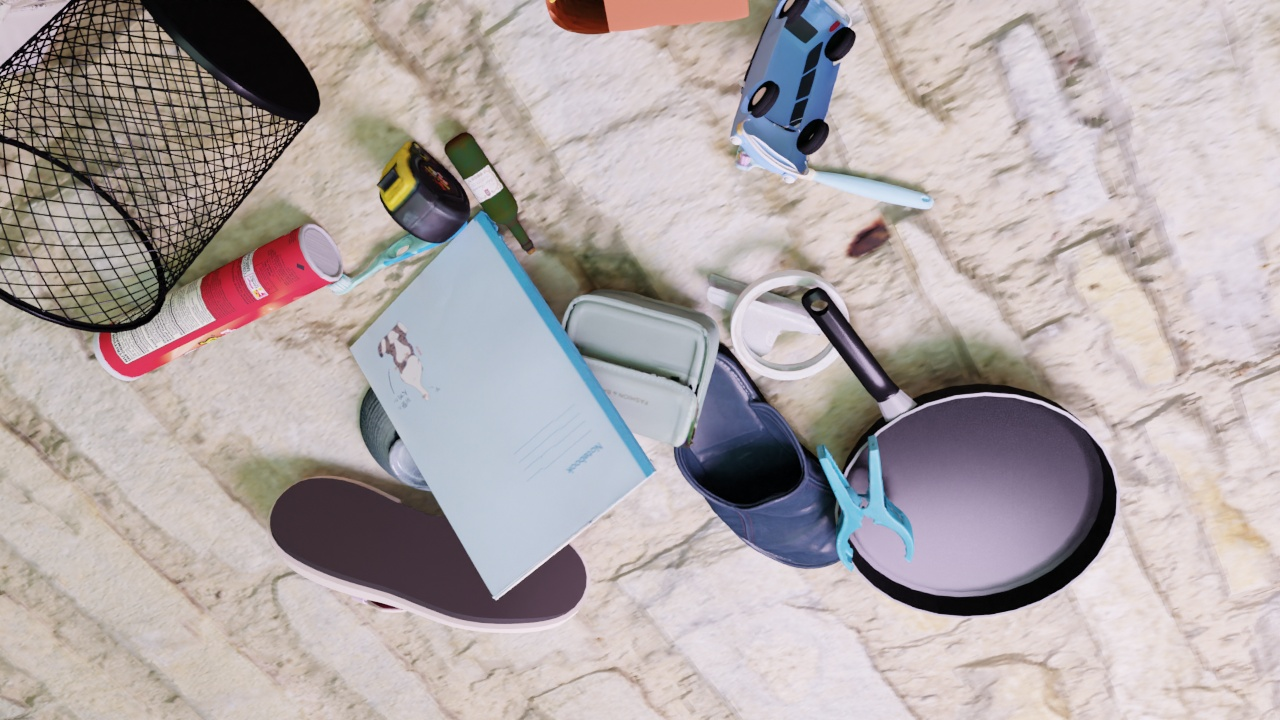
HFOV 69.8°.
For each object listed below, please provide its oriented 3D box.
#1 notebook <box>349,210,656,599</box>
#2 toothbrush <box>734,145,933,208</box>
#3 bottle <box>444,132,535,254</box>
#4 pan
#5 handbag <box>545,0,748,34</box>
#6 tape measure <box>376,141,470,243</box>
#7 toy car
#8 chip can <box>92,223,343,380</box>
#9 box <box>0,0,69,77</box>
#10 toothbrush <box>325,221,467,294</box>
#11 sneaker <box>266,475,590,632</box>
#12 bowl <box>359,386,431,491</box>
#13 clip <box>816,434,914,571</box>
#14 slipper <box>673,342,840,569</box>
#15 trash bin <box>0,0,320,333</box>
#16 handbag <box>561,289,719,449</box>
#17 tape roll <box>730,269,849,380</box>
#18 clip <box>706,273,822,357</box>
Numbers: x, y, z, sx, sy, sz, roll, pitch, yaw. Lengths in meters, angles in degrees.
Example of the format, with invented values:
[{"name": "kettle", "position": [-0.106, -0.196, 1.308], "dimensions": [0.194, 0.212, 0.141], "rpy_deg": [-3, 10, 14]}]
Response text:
[{"name": "notebook", "position": [-0.119, 0.034, 0.725], "dimensions": [0.181, 0.009, 0.253], "rpy_deg": [-41, 72, 21]}, {"name": "toothbrush", "position": [0.148, -0.137, 0.695], "dimensions": [0.155, 0.016, 0.022], "rpy_deg": [13, 78, -3]}, {"name": "bottle", "position": [-0.113, -0.127, 0.711], "dimensions": [0.025, 0.025, 0.106], "rpy_deg": [-27, 114, 16]}, {"name": "pan", "position": [0.238, 0.073, 0.754], "dimensions": [0.226, 0.034, 0.356], "rpy_deg": [-33, 108, 21]}, {"name": "handbag", "position": [0.004, -0.243, 0.558], "dimensions": [0.109, 0.171, 0.060], "rpy_deg": [-7, 118, 7]}, {"name": "tape measure", "position": [-0.163, -0.123, 0.691], "dimensions": [0.042, 0.072, 0.071], "rpy_deg": [-38, 113, 17]}, {"name": "toy car", "position": [0.098, -0.186, 0.610], "dimensions": [0.056, 0.153, 0.055], "rpy_deg": [30, 153, -22]}, {"name": "chip can", "position": [-0.347, -0.046, 0.754], "dimensions": [0.215, 0.051, 0.052], "rpy_deg": [-23, 115, 14]}, {"name": "box", "position": [-0.415, -0.228, 0.587], "dimensions": [0.044, 0.184, 0.144], "rpy_deg": [36, 117, -24]}, {"name": "toothbrush", "position": [-0.199, -0.085, 0.742], "dimensions": [0.135, 0.022, 0.017], "rpy_deg": [-24, 150, 16]}, {"name": "sneaker", "position": [-0.194, 0.199, 0.855], "dimensions": [0.294, 0.111, 0.117], "rpy_deg": [11, 146, 0]}, {"name": "bowl", "position": [-0.187, 0.075, 0.806], "dimensions": [0.137, 0.057, 0.137], "rpy_deg": [1, 118, 2]}, {"name": "clip", "position": [0.202, 0.119, 0.749], "dimensions": [0.120, 0.030, 0.130], "rpy_deg": [4, 119, 12]}, {"name": "slipper", "position": [0.100, 0.104, 0.791], "dimensions": [0.109, 0.083, 0.265], "rpy_deg": [-31, 114, 16]}, {"name": "trash bin", "position": [-0.348, -0.155, 0.630], "dimensions": [0.210, 0.183, 0.184], "rpy_deg": [-38, 110, 15]}, {"name": "handbag", "position": [-0.004, 0.004, 0.727], "dimensions": [0.122, 0.067, 0.106], "rpy_deg": [15, 100, 7]}, {"name": "tape roll", "position": [0.118, -0.027, 0.728], "dimensions": [0.093, 0.013, 0.093], "rpy_deg": [2, 119, 3]}, {"name": "clip", "position": [0.096, -0.026, 0.744], "dimensions": [0.102, 0.052, 0.060], "rpy_deg": [17, 105, -5]}]
